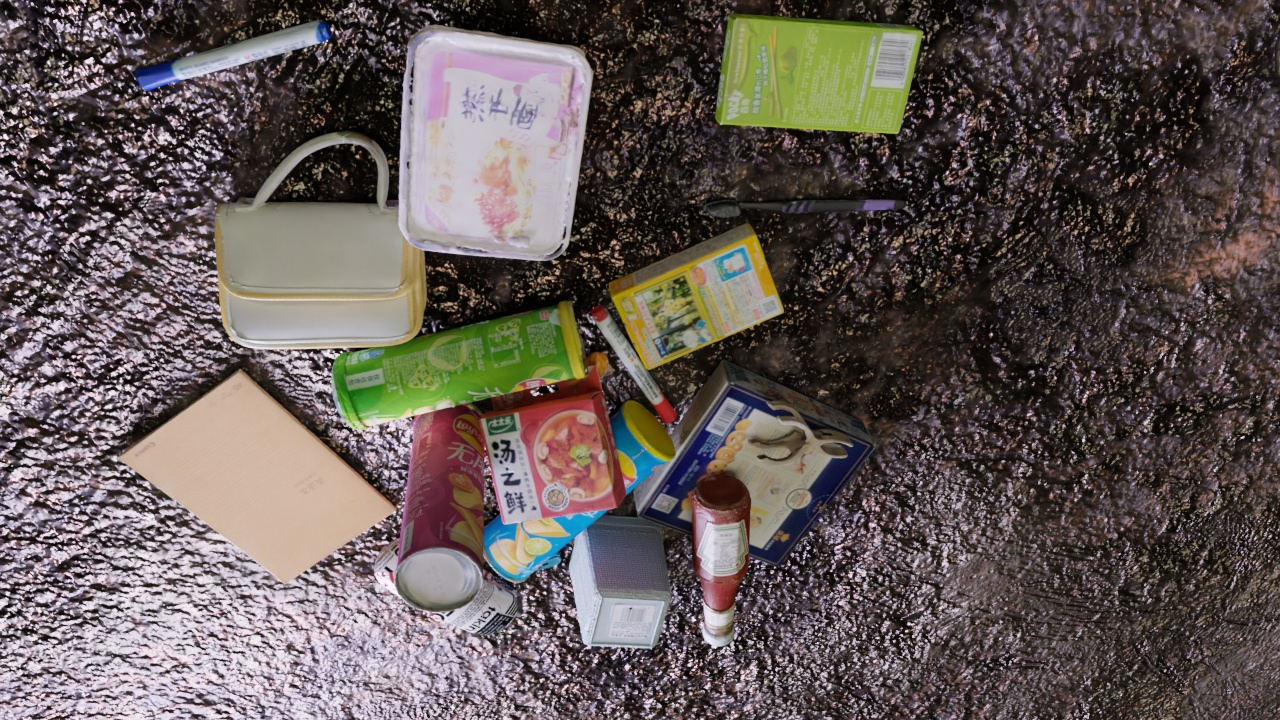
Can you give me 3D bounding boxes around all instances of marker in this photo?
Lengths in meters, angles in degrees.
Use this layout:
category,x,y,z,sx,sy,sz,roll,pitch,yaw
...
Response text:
category,x,y,z,sx,sy,sz,roll,pitch,yaw
marker,-0.303,-0.229,0.685,0.146,0.016,0.017,-15,122,1
marker,-0.005,0.005,0.872,0.017,0.017,0.145,-29,121,9

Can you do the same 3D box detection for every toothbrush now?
category,x,y,z,sx,sy,sz,roll,pitch,yaw
toothbrush,0.148,-0.136,0.811,0.189,0.016,0.014,-2,121,-9

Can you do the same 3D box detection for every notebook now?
category,x,y,z,sx,sy,sz,roll,pitch,yaw
notebook,-0.365,0.118,0.889,0.149,0.012,0.211,-33,120,10

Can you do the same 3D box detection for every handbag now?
category,x,y,z,sx,sy,sz,roll,pitch,yaw
handbag,-0.261,-0.097,0.749,0.163,0.063,0.179,-1,117,-10

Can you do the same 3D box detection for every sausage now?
category,x,y,z,sx,sy,sz,roll,pitch,yaw
sausage,-0.077,0.052,0.886,0.021,0.021,0.165,27,114,-22

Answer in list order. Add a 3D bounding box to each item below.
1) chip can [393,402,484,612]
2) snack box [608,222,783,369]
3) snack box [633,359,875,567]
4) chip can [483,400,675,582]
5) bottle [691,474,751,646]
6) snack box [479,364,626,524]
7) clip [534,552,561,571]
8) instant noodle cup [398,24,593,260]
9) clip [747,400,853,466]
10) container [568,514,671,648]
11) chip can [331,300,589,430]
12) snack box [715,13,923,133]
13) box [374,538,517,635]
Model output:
category,x,y,z,sx,sy,sz,roll,pitch,yaw
chip can,-0.170,0.119,0.801,0.071,0.210,0.071,-4,122,-7
snack box,0.051,-0.057,0.834,0.140,0.033,0.087,-24,121,4
snack box,0.113,0.111,0.936,0.182,0.045,0.178,23,115,-21
chip can,-0.065,0.131,0.907,0.210,0.071,0.071,-41,118,16
bottle,0.081,0.209,0.931,0.059,0.059,0.206,-6,123,-5
snack box,-0.083,0.078,0.842,0.113,0.044,0.127,-11,96,15
clip,-0.112,0.215,0.980,0.056,0.049,0.015,-9,120,-14
instant noodle cup,-0.117,-0.172,0.723,0.138,0.060,0.174,5,119,-11
clip,0.147,0.082,0.879,0.094,0.035,0.102,-45,124,12
container,-0.021,0.231,0.950,0.090,0.111,0.090,6,120,-13
chip can,-0.160,0.005,0.815,0.221,0.072,0.073,-13,122,-1
snack box,0.143,-0.232,0.745,0.156,0.026,0.086,0,121,-9
box,-0.202,0.240,0.961,0.164,0.059,0.072,32,128,-24
